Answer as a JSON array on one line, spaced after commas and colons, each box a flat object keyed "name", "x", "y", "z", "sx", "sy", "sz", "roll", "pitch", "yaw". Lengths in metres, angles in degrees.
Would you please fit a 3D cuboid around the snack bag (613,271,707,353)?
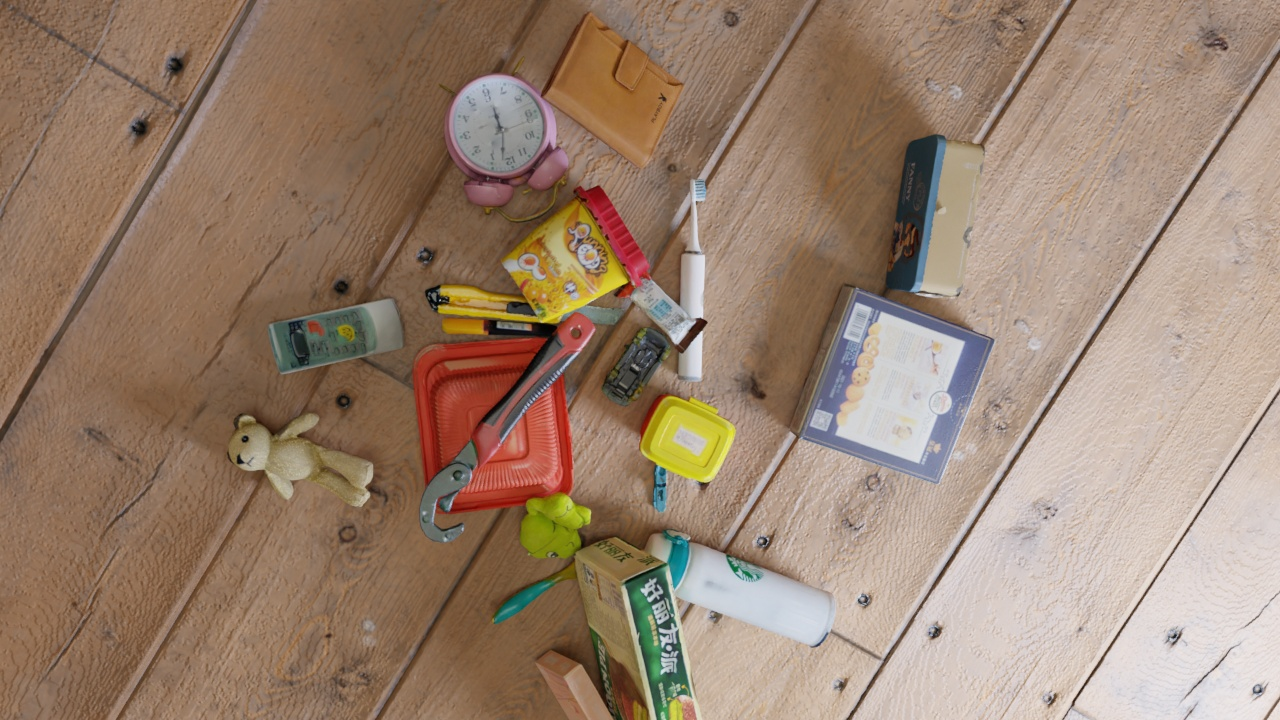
[{"name": "snack bag", "x": 0.021, "y": -0.057, "z": 0.994, "sx": 0.104, "sy": 0.026, "sz": 0.048, "roll": 40, "pitch": 90, "yaw": 9}]

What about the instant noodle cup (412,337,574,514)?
[{"name": "instant noodle cup", "x": -0.154, "y": 0.070, "z": 0.976, "sx": 0.164, "sy": 0.079, "sz": 0.189, "roll": -7, "pitch": 94, "yaw": -11}]

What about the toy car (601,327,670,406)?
[{"name": "toy car", "x": -0.006, "y": 0.006, "z": 1.007, "sx": 0.043, "sy": 0.036, "sz": 0.091, "roll": 36, "pitch": 92, "yaw": -9}]

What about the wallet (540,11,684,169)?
[{"name": "wallet", "x": -0.026, "y": -0.278, "z": 0.947, "sx": 0.131, "sy": 0.031, "sz": 0.107, "roll": 32, "pitch": 76, "yaw": -27}]

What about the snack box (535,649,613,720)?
[{"name": "snack box", "x": -0.057, "y": 0.402, "z": 1.029, "sx": 0.026, "sy": 0.085, "sz": 0.157, "roll": -33, "pitch": 101, "yaw": -27}]

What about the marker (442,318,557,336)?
[{"name": "marker", "x": -0.152, "y": -0.034, "z": 0.993, "sx": 0.124, "sy": 0.018, "sz": 0.015, "roll": 2, "pitch": 137, "yaw": -9}]

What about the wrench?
[{"name": "wrench", "x": -0.137, "y": 0.064, "z": 0.929, "sx": 0.056, "sy": 0.016, "sz": 0.273, "roll": 36, "pitch": 86, "yaw": -11}]

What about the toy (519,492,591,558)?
[{"name": "toy", "x": -0.097, "y": 0.182, "z": 1.006, "sx": 0.096, "sy": 0.031, "sz": 0.100, "roll": 37, "pitch": 121, "yaw": -28}]

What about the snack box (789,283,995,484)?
[{"name": "snack box", "x": 0.285, "y": 0.028, "z": 1.044, "sx": 0.182, "sy": 0.046, "sz": 0.178, "roll": 19, "pitch": 95, "yaw": -10}]

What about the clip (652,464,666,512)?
[{"name": "clip", "x": 0.022, "y": 0.143, "z": 1.038, "sx": 0.014, "sy": 0.041, "sz": 0.056, "roll": 2, "pitch": 91, "yaw": -9}]

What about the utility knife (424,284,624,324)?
[{"name": "utility knife", "x": -0.124, "y": -0.059, "z": 0.993, "sx": 0.216, "sy": 0.015, "sz": 0.033, "roll": 5, "pitch": 100, "yaw": -8}]

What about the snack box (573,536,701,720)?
[{"name": "snack box", "x": -0.001, "y": 0.321, "z": 0.999, "sx": 0.063, "sy": 0.115, "sz": 0.240, "roll": -19, "pitch": 104, "yaw": -27}]

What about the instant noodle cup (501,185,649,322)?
[{"name": "instant noodle cup", "x": -0.070, "y": -0.105, "z": 0.944, "sx": 0.123, "sy": 0.116, "sz": 0.116, "roll": -33, "pitch": 101, "yaw": -1}]

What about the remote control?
[{"name": "remote control", "x": -0.320, "y": -0.026, "z": 0.970, "sx": 0.135, "sy": 0.019, "sz": 0.056, "roll": -12, "pitch": 99, "yaw": -6}]

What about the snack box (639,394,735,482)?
[{"name": "snack box", "x": 0.047, "y": 0.078, "z": 1.002, "sx": 0.091, "sy": 0.080, "sz": 0.082, "roll": 25, "pitch": 94, "yaw": -10}]

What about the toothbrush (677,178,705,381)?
[{"name": "toothbrush", "x": 0.057, "y": -0.087, "z": 1.008, "sx": 0.026, "sy": 0.026, "sz": 0.221, "roll": 1, "pitch": 97, "yaw": -1}]

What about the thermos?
[{"name": "thermos", "x": 0.108, "y": 0.255, "z": 1.041, "sx": 0.224, "sy": 0.073, "sz": 0.073, "roll": 22, "pitch": 94, "yaw": -9}]

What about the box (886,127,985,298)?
[{"name": "box", "x": 0.321, "y": -0.161, "z": 1.002, "sx": 0.060, "sy": 0.090, "sz": 0.184, "roll": 5, "pitch": 95, "yaw": -7}]

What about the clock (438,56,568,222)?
[{"name": "clock", "x": -0.138, "y": -0.221, "z": 0.947, "sx": 0.117, "sy": 0.060, "sz": 0.158, "roll": -20, "pitch": 100, "yaw": -4}]

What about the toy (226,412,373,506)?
[{"name": "toy", "x": -0.355, "y": 0.108, "z": 0.960, "sx": 0.157, "sy": 0.066, "sz": 0.105, "roll": 20, "pitch": 112, "yaw": -2}]

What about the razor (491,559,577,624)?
[{"name": "razor", "x": -0.108, "y": 0.258, "z": 1.031, "sx": 0.132, "sy": 0.028, "sz": 0.043, "roll": -28, "pitch": 114, "yaw": -8}]
